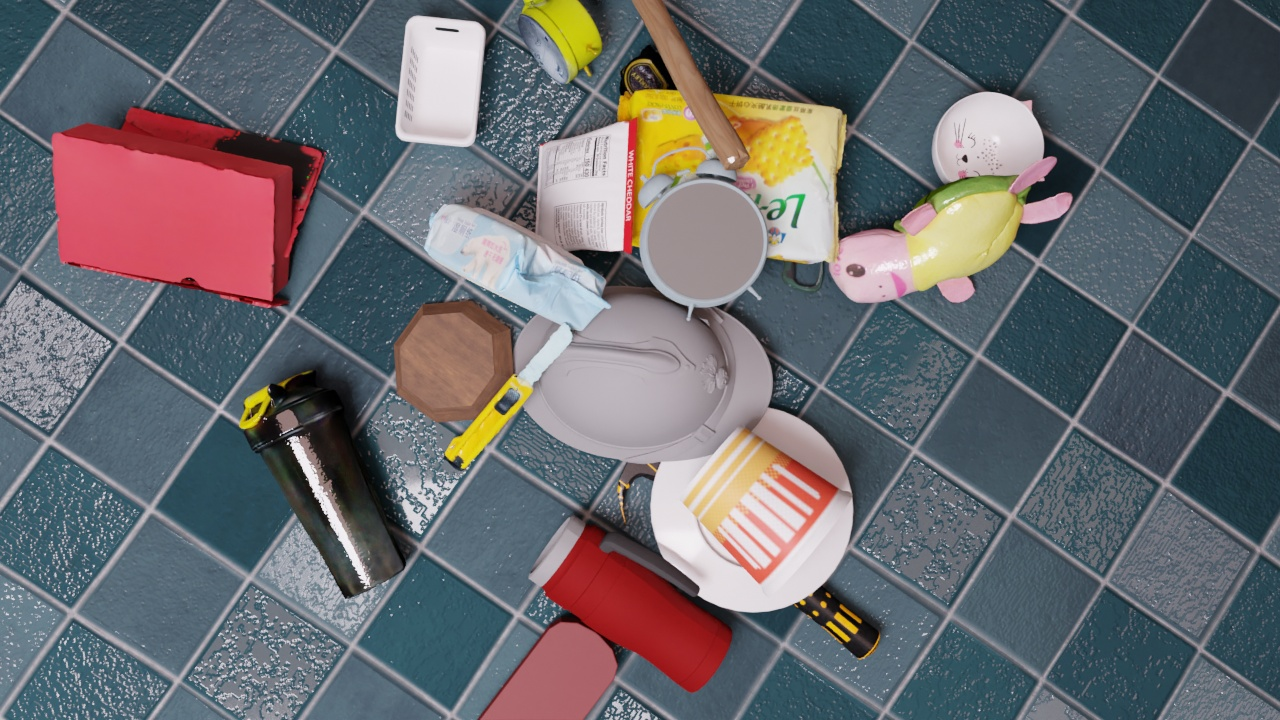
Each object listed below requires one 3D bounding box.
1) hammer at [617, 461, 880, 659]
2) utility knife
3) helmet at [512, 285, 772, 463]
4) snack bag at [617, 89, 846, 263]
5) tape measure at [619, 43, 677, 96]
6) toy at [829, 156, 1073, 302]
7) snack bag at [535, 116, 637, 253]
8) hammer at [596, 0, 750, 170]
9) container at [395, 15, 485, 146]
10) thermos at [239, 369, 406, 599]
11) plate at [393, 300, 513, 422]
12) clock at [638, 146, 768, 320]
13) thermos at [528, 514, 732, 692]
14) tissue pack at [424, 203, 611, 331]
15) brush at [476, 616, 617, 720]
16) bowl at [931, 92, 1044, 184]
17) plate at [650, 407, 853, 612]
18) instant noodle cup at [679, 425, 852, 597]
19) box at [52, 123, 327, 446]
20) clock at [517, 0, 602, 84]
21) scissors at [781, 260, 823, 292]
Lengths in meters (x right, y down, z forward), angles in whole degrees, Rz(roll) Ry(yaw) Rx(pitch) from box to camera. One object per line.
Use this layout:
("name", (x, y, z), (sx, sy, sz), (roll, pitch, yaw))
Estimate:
("hammer", (0.114, 0.199, 0.952), (0.320, 0.036, 0.123), (40, 86, 2))
("utility knife", (-0.131, 0.039, 0.898), (0.030, 0.019, 0.225), (36, 119, -13))
("helmet", (-0.005, 0.005, 0.897), (0.271, 0.118, 0.183), (7, 82, 7))
("snack bag", (0.085, -0.185, 0.936), (0.247, 0.068, 0.159), (6, 90, 0))
("tape measure", (0.008, -0.291, 0.970), (0.061, 0.034, 0.061), (-42, 89, -7))
("toy", (0.308, -0.126, 0.923), (0.239, 0.190, 0.087), (-28, 58, 23))
("snack bag", (-0.060, -0.167, 0.922), (0.039, 0.144, 0.130), (6, 86, -46))
("hammer", (0.028, -0.315, 0.909), (0.098, 0.052, 0.328), (-21, 65, -4))
("container", (-0.204, -0.282, 0.951), (0.081, 0.049, 0.129), (5, 87, -3))
("thermos", (-0.311, 0.122, 0.906), (0.098, 0.098, 0.221), (-25, 93, -4))
("plate", (-0.195, 0.000, 0.942), (0.131, 0.025, 0.131), (0, 88, 4))
("clock", (0.057, -0.125, 0.879), (0.122, 0.045, 0.159), (-16, 94, 0))
("thermos", (-0.004, 0.234, 0.911), (0.198, 0.083, 0.108), (36, 122, -3))
("tissue pack", (-0.117, -0.092, 0.874), (0.112, 0.182, 0.070), (26, 90, -44))
("brush", (-0.097, 0.342, 0.929), (0.082, 0.042, 0.173), (38, 86, 0))
("bowl", (0.361, -0.221, 0.974), (0.114, 0.050, 0.114), (0, 87, -3))
("plate", (0.115, 0.149, 0.933), (0.208, 0.015, 0.208), (0, 82, -3))
("instant noodle cup", (0.113, 0.136, 0.871), (0.121, 0.123, 0.123), (40, 86, 10))
("box", (-0.478, -0.051, 1.033), (0.214, 0.480, 0.170), (11, 63, -2))
("clock", (-0.091, -0.343, 0.944), (0.057, 0.083, 0.119), (-40, 93, -10))
("scissors", (0.108, -0.159, 0.978), (0.204, 0.015, 0.201), (-12, 88, -2))
